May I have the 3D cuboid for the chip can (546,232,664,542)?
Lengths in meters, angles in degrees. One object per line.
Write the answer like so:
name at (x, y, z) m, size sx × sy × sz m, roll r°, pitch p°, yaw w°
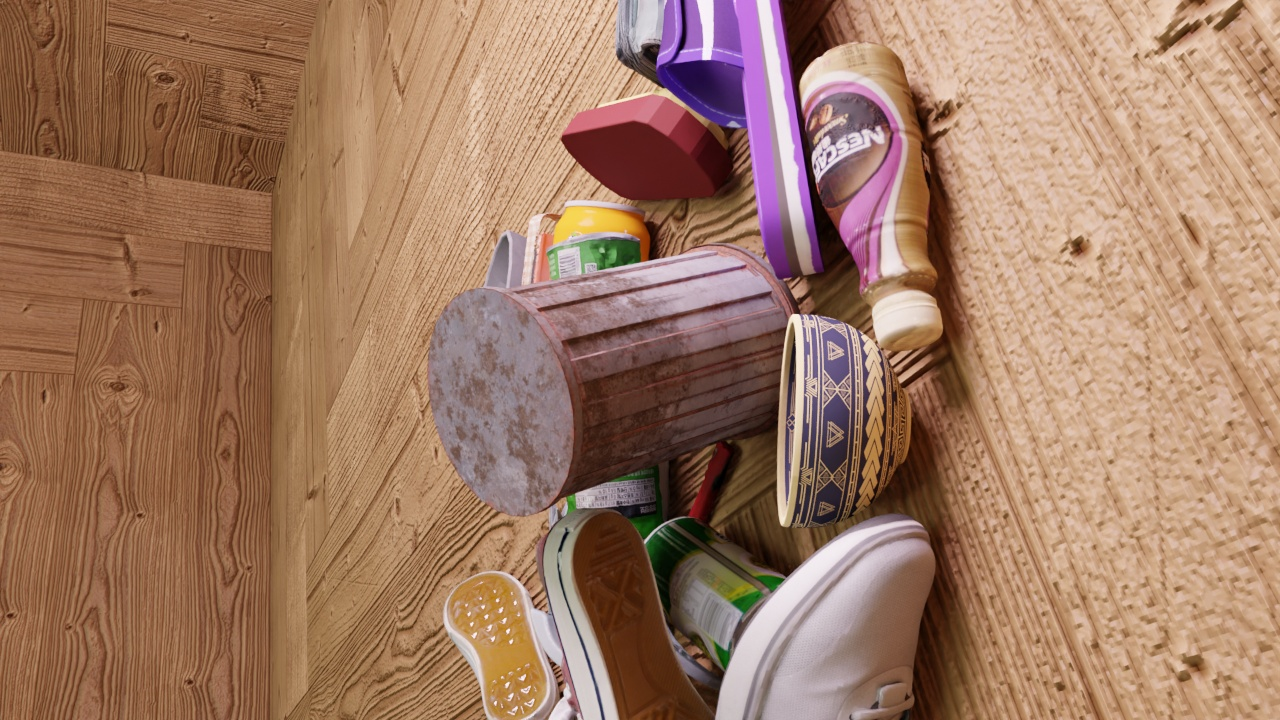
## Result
chip can at (-0.027, 0.020, 0.670) m, size 0.076 × 0.075 × 0.223 m, roll -11°, pitch 83°, yaw 60°

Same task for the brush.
brush at (0.005, -0.166, 0.702) m, size 0.041 × 0.082 × 0.173 m, roll -56°, pitch 28°, yaw -10°

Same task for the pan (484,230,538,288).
pan at (-0.167, 0.004, 1.015) m, size 0.358 × 0.041 × 0.178 m, roll 124°, pitch 151°, yaw -51°

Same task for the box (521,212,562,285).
box at (-0.072, -0.034, 0.799) m, size 0.043 × 0.083 × 0.187 m, roll 9°, pitch 91°, yaw 50°

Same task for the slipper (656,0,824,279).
slipper at (0.050, -0.176, 0.567) m, size 0.107 × 0.084 × 0.266 m, roll 37°, pitch -135°, yaw -71°

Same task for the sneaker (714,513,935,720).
sneaker at (0.106, 0.207, 0.456) m, size 0.129 × 0.096 × 0.263 m, roll 31°, pitch 112°, yaw 46°

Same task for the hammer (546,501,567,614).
hammer at (-0.015, 0.248, 0.712) m, size 0.317 × 0.028 × 0.147 m, roll -134°, pitch 46°, yaw -56°

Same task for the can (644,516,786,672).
can at (0.052, 0.149, 0.575) m, size 0.121 × 0.067 × 0.067 m, roll 23°, pitch 106°, yaw 59°

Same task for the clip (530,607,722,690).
clip at (0.004, 0.176, 0.662) m, size 0.172 × 0.029 × 0.141 m, roll 23°, pitch 81°, yaw 41°

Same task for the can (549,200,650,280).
can at (-0.036, -0.054, 0.753) m, size 0.079 × 0.079 × 0.142 m, roll 9°, pitch 94°, yaw 61°

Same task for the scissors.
scissors at (0.024, 0.122, 0.682) m, size 0.194 × 0.015 × 0.179 m, roll -51°, pitch 44°, yaw 46°

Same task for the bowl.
bowl at (0.108, 0.033, 0.486) m, size 0.112 × 0.061 × 0.112 m, roll 5°, pitch -92°, yaw -85°

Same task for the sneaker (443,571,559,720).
sneaker at (-0.123, 0.289, 0.880) m, size 0.235 × 0.087 × 0.079 m, roll 41°, pitch 155°, yaw 60°

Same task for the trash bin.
trash bin at (-0.003, 0.003, 0.549) m, size 0.131 × 0.210 × 0.131 m, roll 14°, pitch 110°, yaw 42°

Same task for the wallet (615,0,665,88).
wallet at (0.027, -0.265, 0.661) m, size 0.054 × 0.100 × 0.131 m, roll -7°, pitch 81°, yaw 34°

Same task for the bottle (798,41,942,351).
bottle at (0.126, -0.086, 0.487) m, size 0.060 × 0.059 × 0.166 m, roll -37°, pitch 54°, yaw 53°

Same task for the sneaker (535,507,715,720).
sneaker at (-0.015, 0.208, 0.559) m, size 0.088 × 0.118 × 0.241 m, roll -19°, pitch 90°, yaw 44°
